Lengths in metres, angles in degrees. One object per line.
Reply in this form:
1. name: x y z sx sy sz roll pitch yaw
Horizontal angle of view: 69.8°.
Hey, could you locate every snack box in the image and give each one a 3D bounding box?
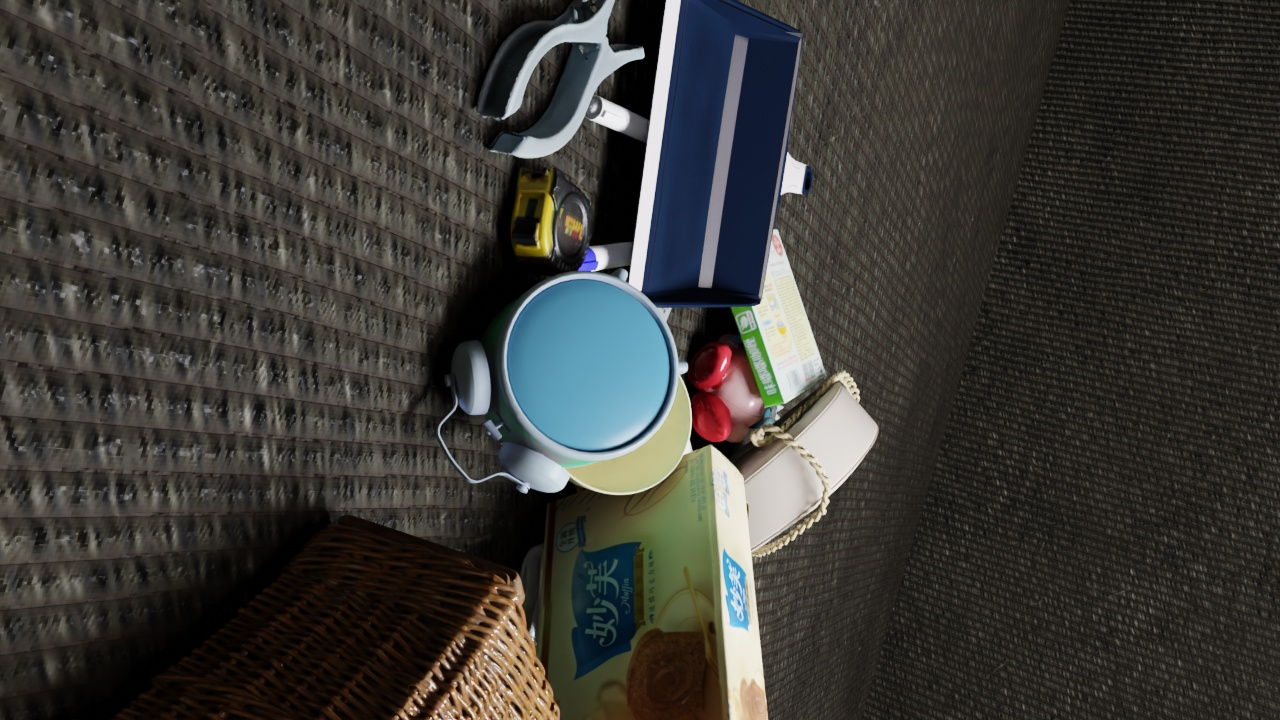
1. snack box: 0.130 -0.046 0.918 0.131 0.027 0.168 -20 91 -59
2. snack box: 0.003 0.177 0.649 0.055 0.154 0.207 46 32 -40

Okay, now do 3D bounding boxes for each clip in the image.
1. clip: -0.049 -0.200 0.572 0.162 0.028 0.108 -54 149 -36

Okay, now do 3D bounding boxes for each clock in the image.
1. clock: -0.057 0.018 0.589 0.161 0.075 0.122 -36 96 -25

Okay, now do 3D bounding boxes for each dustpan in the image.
1. dustpan: 0.084 -0.163 0.769 0.272 0.080 0.236 -21 121 -70

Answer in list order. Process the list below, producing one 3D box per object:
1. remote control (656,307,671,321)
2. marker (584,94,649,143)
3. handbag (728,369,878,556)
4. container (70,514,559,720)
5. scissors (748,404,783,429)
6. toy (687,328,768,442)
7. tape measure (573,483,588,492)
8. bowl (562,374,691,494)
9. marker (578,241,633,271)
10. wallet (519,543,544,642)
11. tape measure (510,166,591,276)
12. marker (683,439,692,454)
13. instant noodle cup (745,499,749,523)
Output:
1. remote control: -0.005 0.005 0.787 0.033 0.013 0.136 41 68 -62
2. marker: -0.002 -0.174 0.686 0.017 0.020 0.133 -60 157 16
3. handbag: 0.141 0.110 0.954 0.211 0.103 0.208 -42 177 29
4. container: -0.142 0.221 0.490 0.182 0.162 0.250 -55 148 -43
5. scissors: 0.148 0.058 1.106 0.148 0.019 0.122 -49 141 -50
6. toy: 0.093 0.021 0.938 0.131 0.097 0.124 -2 84 -48
7. tape measure: -0.024 0.085 0.752 0.071 0.042 0.072 -44 142 -13
8. bowl: -0.031 0.045 0.680 0.117 0.118 0.074 -61 -167 -24
9. marker: -0.018 -0.081 0.706 0.141 0.020 0.020 -19 121 -59
10. wallet: -0.063 0.185 0.763 0.116 0.032 0.086 10 84 -61
11. tape measure: -0.060 -0.087 0.606 0.067 0.038 0.062 23 76 -66
12. marker: 0.030 0.063 0.872 0.025 0.025 0.126 -58 149 -29
13. instant noodle cup: 0.036 0.138 0.833 0.102 0.108 0.102 -39 138 -46
